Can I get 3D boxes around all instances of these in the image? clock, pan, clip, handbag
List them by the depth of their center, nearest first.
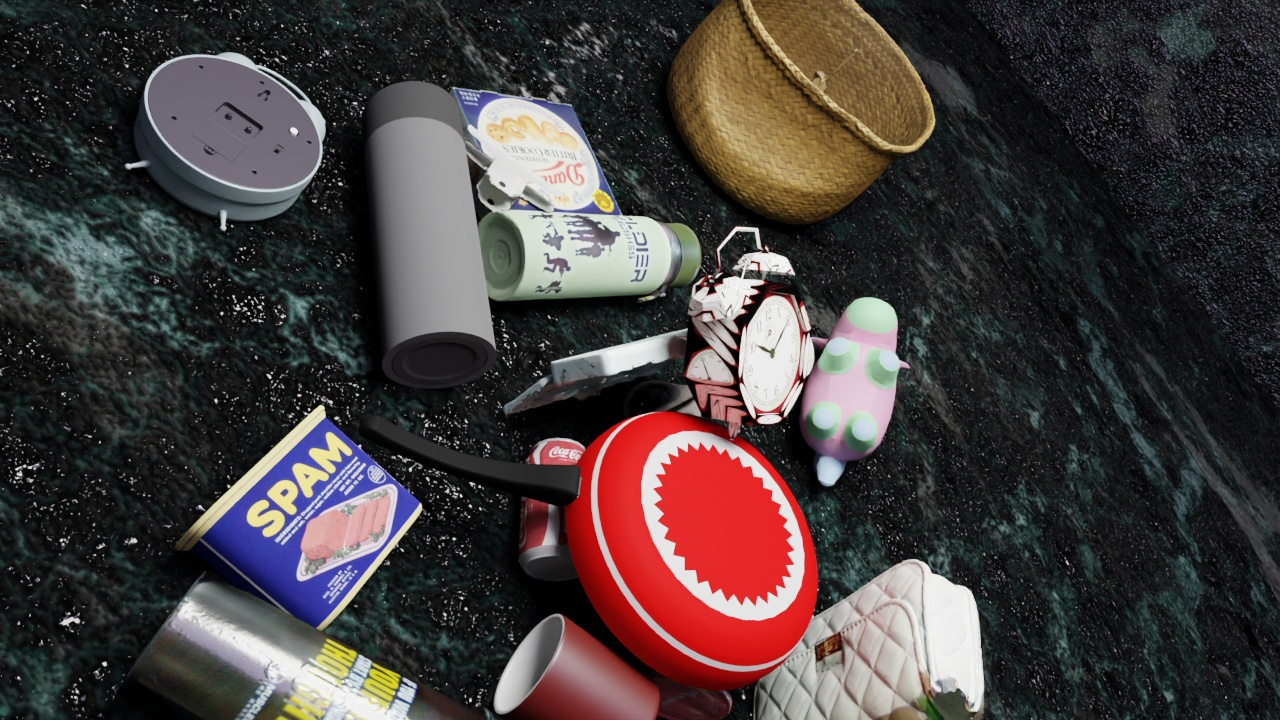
[{"bbox_3d":[-0.018,0.100,0.642,0.356,0.067,0.208,26,43,-22],"label":"pan"},{"bbox_3d":[-0.299,-0.170,0.681,0.122,0.045,0.158,35,41,-18],"label":"clock"},{"bbox_3d":[0.162,0.241,0.689,0.072,0.195,0.138,32,39,-12],"label":"handbag"},{"bbox_3d":[0.074,-0.026,0.698,0.114,0.065,0.155,-32,120,-46],"label":"clock"},{"bbox_3d":[-0.113,-0.159,0.784,0.102,0.050,0.058,34,32,-15],"label":"clip"}]

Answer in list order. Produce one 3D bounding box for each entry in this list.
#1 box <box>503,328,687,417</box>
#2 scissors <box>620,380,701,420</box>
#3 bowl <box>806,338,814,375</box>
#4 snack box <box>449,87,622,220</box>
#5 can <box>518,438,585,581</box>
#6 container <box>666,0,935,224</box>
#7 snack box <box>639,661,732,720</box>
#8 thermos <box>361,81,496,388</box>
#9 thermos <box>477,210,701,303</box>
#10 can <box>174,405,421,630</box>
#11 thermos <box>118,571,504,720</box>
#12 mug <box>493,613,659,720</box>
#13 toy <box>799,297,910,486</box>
[{"bbox_3d":[-0.005,0.000,0.756,0.196,0.135,0.041,-13,87,-47],"label":"box"},{"bbox_3d":[0.051,0.020,0.841,0.121,0.013,0.170,33,66,-7],"label":"scissors"},{"bbox_3d":[0.114,-0.017,0.938,0.118,0.062,0.117,24,47,-28],"label":"bowl"},{"bbox_3d":[-0.104,-0.185,0.876,0.144,0.043,0.145,-7,65,-45],"label":"snack box"},{"bbox_3d":[-0.062,0.110,0.683,0.054,0.054,0.096,22,48,-30],"label":"can"},{"bbox_3d":[0.188,-0.323,1.136,0.306,0.197,0.306,22,49,-28],"label":"container"},{"bbox_3d":[0.040,0.202,0.696,0.072,0.072,0.121,34,42,-19],"label":"snack box"},{"bbox_3d":[-0.170,-0.103,0.721,0.082,0.082,0.240,11,54,-38],"label":"thermos"},{"bbox_3d":[-0.039,-0.092,0.843,0.230,0.083,0.082,-7,66,-46],"label":"thermos"},{"bbox_3d":[-0.202,0.099,0.559,0.092,0.057,0.116,45,40,-10],"label":"can"},{"bbox_3d":[-0.161,0.203,0.497,0.221,0.098,0.097,35,42,-12],"label":"thermos"},{"bbox_3d":[-0.050,0.233,0.598,0.082,0.073,0.105,39,70,-14],"label":"mug"},{"bbox_3d":[0.219,0.034,0.967,0.120,0.171,0.222,16,76,11],"label":"toy"}]
